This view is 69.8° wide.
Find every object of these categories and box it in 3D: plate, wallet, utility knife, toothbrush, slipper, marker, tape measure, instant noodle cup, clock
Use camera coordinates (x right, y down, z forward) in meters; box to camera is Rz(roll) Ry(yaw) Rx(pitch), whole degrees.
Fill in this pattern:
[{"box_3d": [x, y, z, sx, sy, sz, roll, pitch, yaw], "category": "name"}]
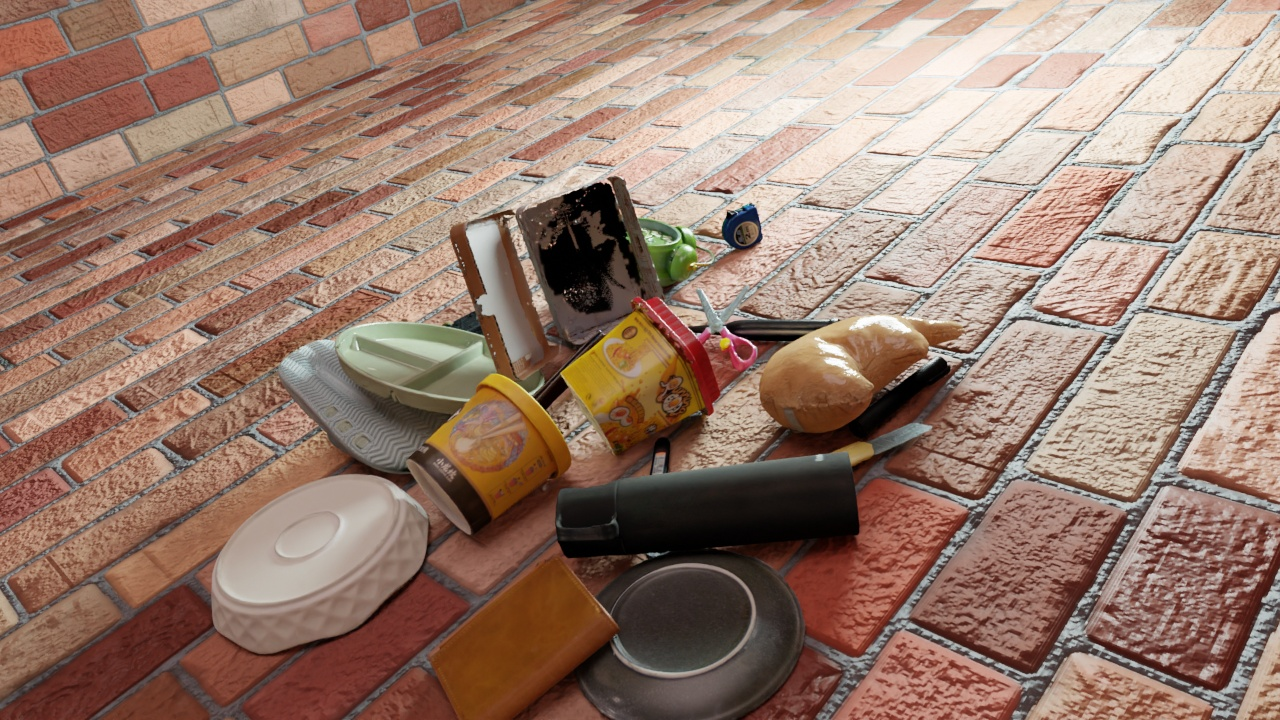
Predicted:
[{"box_3d": [0.033, 0.200, 0.695, 0.179, 0.024, 0.179, -11, 32, 7], "category": "plate"}, {"box_3d": [-0.088, 0.024, 0.959, 0.122, 0.020, 0.096, -46, -1, -22], "category": "wallet"}, {"box_3d": [0.165, 0.095, 0.814, 0.208, 0.021, 0.031, -27, 36, -7], "category": "utility knife"}, {"box_3d": [0.117, -0.033, 1.034, 0.213, 0.027, 0.026, 0, -10, 25], "category": "toothbrush"}, {"box_3d": [-0.305, 0.058, 1.011, 0.245, 0.074, 0.103, 29, 54, 27], "category": "slipper"}, {"box_3d": [0.249, 0.034, 0.877, 0.131, 0.020, 0.022, -32, 51, -28], "category": "marker"}, {"box_3d": [0.017, 0.110, 0.857, 0.018, 0.015, 0.123, -7, 29, 10], "category": "marker"}, {"box_3d": [-0.220, 0.008, 1.013, 0.230, 0.027, 0.230, 14, 18, -5], "category": "plate"}, {"box_3d": [-0.301, 0.176, 0.853, 0.205, 0.046, 0.204, -11, 32, 7], "category": "plate"}, {"box_3d": [0.135, -0.177, 1.226, 0.054, 0.058, 0.025, -23, 32, -6], "category": "tape measure"}, {"box_3d": [-0.096, 0.212, 0.705, 0.130, 0.035, 0.119, -37, 32, -13], "category": "wallet"}, {"box_3d": [-0.145, 0.093, 0.862, 0.114, 0.118, 0.118, -41, 39, -23], "category": "instant noodle cup"}, {"box_3d": [0.017, -0.141, 1.196, 0.161, 0.056, 0.116, 7, 29, -2], "category": "clock"}, {"box_3d": [-0.002, 0.020, 0.913, 0.123, 0.116, 0.116, -33, 51, -8], "category": "instant noodle cup"}]

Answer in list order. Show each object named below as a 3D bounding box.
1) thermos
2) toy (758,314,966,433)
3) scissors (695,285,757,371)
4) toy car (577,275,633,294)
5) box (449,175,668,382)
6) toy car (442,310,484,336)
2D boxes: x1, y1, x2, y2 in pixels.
[{"box_3d": [0.053, 0.125, 0.749, 0.243, 0.068, 0.090, -8, 6, 8], "category": "thermos"}, {"box_3d": [0.214, -0.003, 0.892, 0.225, 0.082, 0.144, -29, 25, -30], "category": "toy"}, {"box_3d": [0.079, -0.032, 1.025, 0.131, 0.017, 0.133, -28, 51, 6], "category": "scissors"}, {"box_3d": [-0.050, -0.102, 1.205, 0.106, 0.031, 0.049, 22, 42, 28], "category": "toy car"}, {"box_3d": [-0.099, -0.098, 1.051, 0.270, 0.179, 0.133, -28, 15, -39], "category": "box"}, {"box_3d": [-0.211, -0.041, 1.173, 0.121, 0.037, 0.054, -24, 32, 4], "category": "toy car"}]
